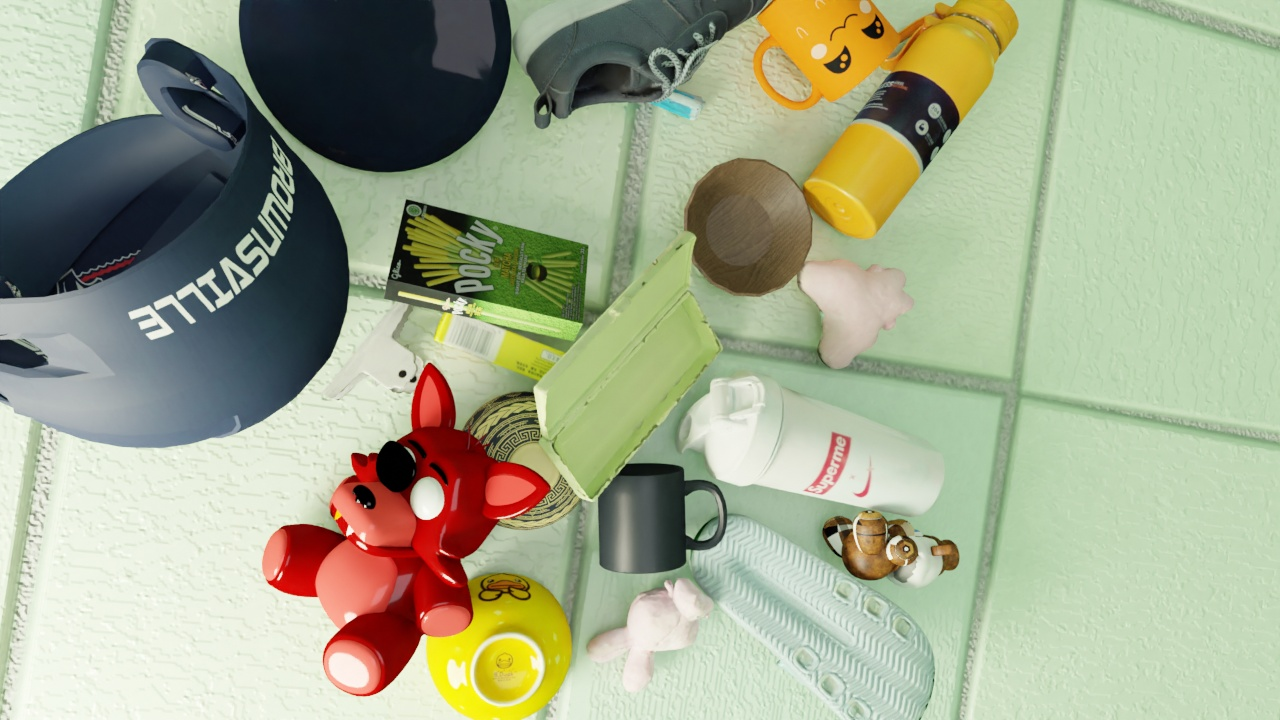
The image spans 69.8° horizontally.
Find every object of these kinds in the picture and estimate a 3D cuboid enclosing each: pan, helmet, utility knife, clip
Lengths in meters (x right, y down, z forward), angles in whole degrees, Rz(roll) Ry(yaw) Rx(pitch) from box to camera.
[{"bbox_3d":[-0.174,-0.314,0.659,0.198,0.021,0.357,14,105,-8],"label":"pan"},{"bbox_3d":[-0.321,-0.057,0.590,0.272,0.223,0.231,16,61,12],"label":"helmet"},{"bbox_3d":[-0.004,-0.231,0.766,0.123,0.015,0.022,19,74,-12],"label":"utility knife"},{"bbox_3d":[-0.196,0.002,0.721,0.054,0.040,0.101,37,83,6],"label":"clip"}]

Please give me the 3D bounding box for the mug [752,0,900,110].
[{"bbox_3d":[0.146,-0.269,0.777,0.113,0.077,0.096,-43,102,9],"label":"mug"}]

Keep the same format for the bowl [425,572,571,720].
[{"bbox_3d":[-0.108,0.233,0.724,0.117,0.068,0.117,0,92,-15],"label":"bowl"}]

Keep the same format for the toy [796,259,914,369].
[{"bbox_3d":[0.191,-0.050,0.802,0.096,0.053,0.099,-18,94,-6],"label":"toy"}]

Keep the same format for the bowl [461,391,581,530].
[{"bbox_3d":[-0.089,0.082,0.728,0.112,0.061,0.112,0,92,-15],"label":"bowl"}]

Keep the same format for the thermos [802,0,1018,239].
[{"bbox_3d":[0.233,-0.222,0.797,0.091,0.076,0.232,39,82,-10],"label":"thermos"}]

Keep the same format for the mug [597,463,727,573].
[{"bbox_3d":[0.018,0.126,0.747,0.105,0.071,0.077,-1,92,2],"label":"mug"}]

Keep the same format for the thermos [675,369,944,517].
[{"bbox_3d":[0.148,0.071,0.777,0.220,0.099,0.099,16,87,-19],"label":"thermos"}]

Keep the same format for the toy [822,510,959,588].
[{"bbox_3d":[0.225,0.166,0.805,0.112,0.087,0.067,2,75,-22],"label":"toy"}]

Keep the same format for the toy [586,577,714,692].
[{"bbox_3d":[0.010,0.225,0.768,0.110,0.047,0.063,-44,105,5],"label":"toy"}]

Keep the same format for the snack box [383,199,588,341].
[{"bbox_3d":[-0.117,-0.070,0.714,0.147,0.025,0.080,12,55,-15],"label":"snack box"}]

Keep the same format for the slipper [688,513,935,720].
[{"bbox_3d":[0.147,0.222,0.793,0.245,0.074,0.104,38,80,3],"label":"slipper"}]

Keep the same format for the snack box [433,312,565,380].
[{"bbox_3d":[-0.091,-0.002,0.736,0.148,0.040,0.029,22,87,-14],"label":"snack box"}]

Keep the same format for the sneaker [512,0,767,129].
[{"bbox_3d":[0.014,-0.252,0.722,0.235,0.089,0.087,-24,81,-12],"label":"sneaker"}]

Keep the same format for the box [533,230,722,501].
[{"bbox_3d":[-0.010,0.002,0.710,0.187,0.047,0.141,-49,144,-27],"label":"box"}]

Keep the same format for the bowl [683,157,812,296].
[{"bbox_3d":[0.088,-0.112,0.785,0.117,0.030,0.118,0,92,-15],"label":"bowl"}]

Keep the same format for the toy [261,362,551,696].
[{"bbox_3d":[-0.171,0.121,0.665,0.197,0.158,0.120,-54,147,8],"label":"toy"}]
